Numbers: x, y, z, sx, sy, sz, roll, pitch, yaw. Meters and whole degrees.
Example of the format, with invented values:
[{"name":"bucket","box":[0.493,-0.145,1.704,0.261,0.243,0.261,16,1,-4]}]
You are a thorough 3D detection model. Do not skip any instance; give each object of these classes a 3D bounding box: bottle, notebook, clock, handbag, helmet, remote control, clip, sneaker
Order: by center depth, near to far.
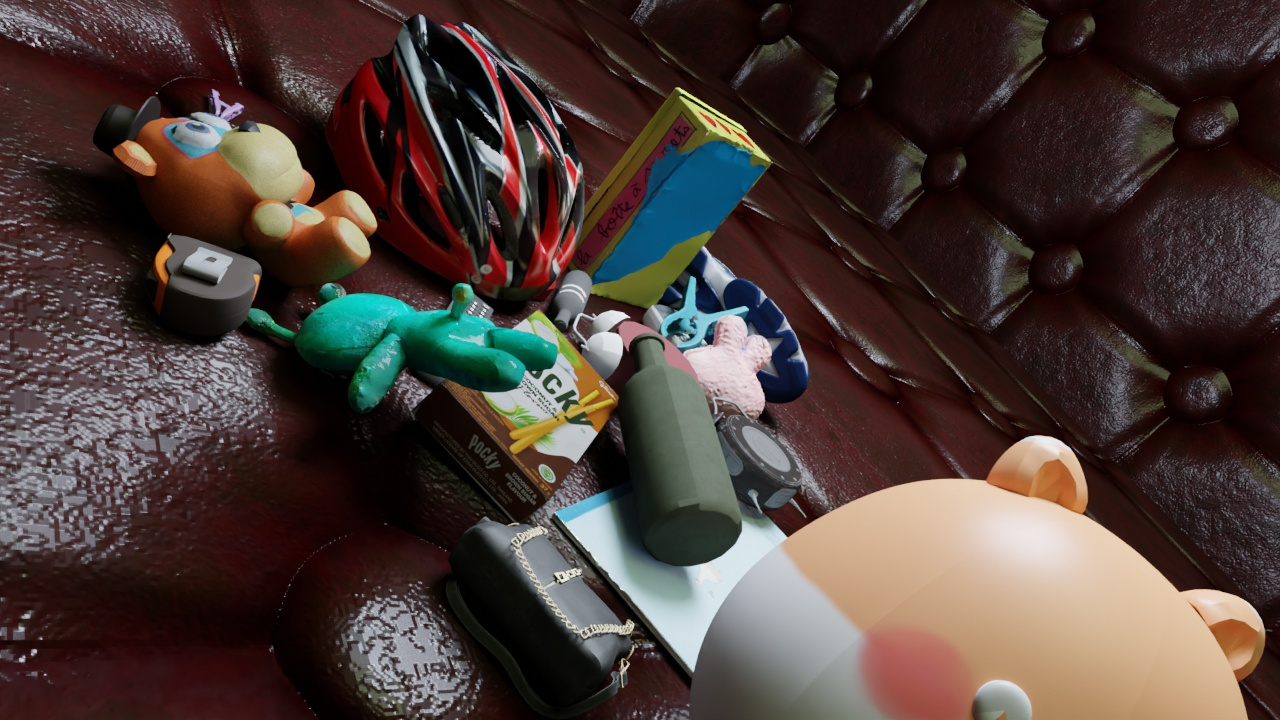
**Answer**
[{"name":"handbag","box":[-0.054,0.138,0.523,0.128,0.054,0.079,44,12,18]},{"name":"bottle","box":[0.021,0.056,0.705,0.071,0.072,0.206,26,32,-30]},{"name":"notebook","box":[0.058,0.155,0.707,0.181,0.009,0.252,47,23,17]},{"name":"remote control","box":[-0.143,-0.022,0.713,0.033,0.015,0.146,40,22,-15]},{"name":"clip","box":[-0.346,-0.209,0.752,0.045,0.014,0.050,39,20,-3]},{"name":"clock","box":[0.095,0.089,0.818,0.091,0.044,0.122,15,32,-48]},{"name":"helmet","box":[-0.153,-0.180,0.827,0.216,0.167,0.272,-15,68,-50]},{"name":"clock","box":[-0.005,0.005,0.838,0.137,0.048,0.096,36,23,-10]},{"name":"bottle","box":[-0.068,-0.054,0.873,0.030,0.030,0.112,36,23,-11]},{"name":"clip","box":[0.064,-0.034,0.958,0.103,0.027,0.119,30,42,17]},{"name":"remote control","box":[0.047,-0.014,0.983,0.060,0.028,0.114,12,35,-49]},{"name":"sneaker","box":[0.110,-0.052,1.079,0.269,0.103,0.132,48,17,27]}]

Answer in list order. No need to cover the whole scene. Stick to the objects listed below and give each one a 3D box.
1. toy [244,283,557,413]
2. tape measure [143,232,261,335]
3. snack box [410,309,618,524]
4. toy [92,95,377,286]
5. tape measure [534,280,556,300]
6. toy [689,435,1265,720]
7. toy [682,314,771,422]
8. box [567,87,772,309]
[{"name":"toy","box":[-0.145,-0.016,0.569,0.194,0.072,0.130,9,20,24]},{"name":"tape measure","box":[-0.258,-0.046,0.540,0.058,0.038,0.058,21,32,-15]},{"name":"snack box","box":[-0.081,0.033,0.669,0.101,0.032,0.185,48,22,-4]},{"name":"toy","box":[-0.262,-0.108,0.601,0.176,0.096,0.112,15,23,-19]},{"name":"tape measure","box":[-0.103,-0.080,0.882,0.059,0.019,0.051,21,29,-38]},{"name":"toy","box":[0.168,0.187,0.473,0.263,0.281,0.265,42,2,5]},{"name":"toy","box":[0.088,0.010,0.919,0.108,0.105,0.053,35,-12,-22]},{"name":"box","box":[0.024,-0.166,0.980,0.124,0.221,0.080,9,37,-47]}]
